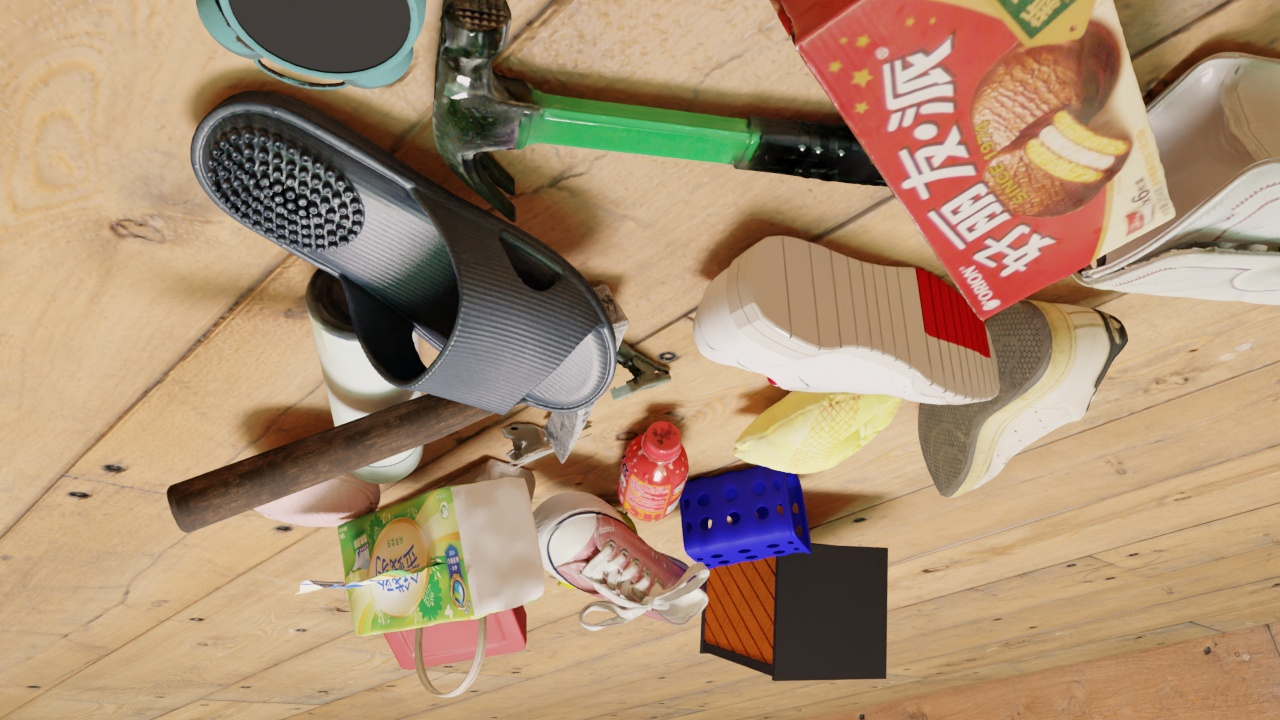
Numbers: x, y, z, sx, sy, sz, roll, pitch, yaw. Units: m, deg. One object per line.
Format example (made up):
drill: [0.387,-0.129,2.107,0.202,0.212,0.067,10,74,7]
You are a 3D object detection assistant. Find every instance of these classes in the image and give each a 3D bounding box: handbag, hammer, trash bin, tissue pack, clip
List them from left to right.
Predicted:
tissue pack: [-0.194,0.169,0.753,0.141,0.120,0.198,-2,158,-46]
hammer: [-0.162,0.062,0.642,0.299,0.037,0.218,-21,157,-26]
handbag: [-0.180,0.217,0.875,0.176,0.197,0.062,-27,145,33]
clip: [-0.095,0.080,0.815,0.102,0.043,0.054,-27,158,31]
clip: [0.000,0.011,0.712,0.023,0.061,0.075,-21,163,28]
hammer: [0.051,-0.116,0.490,0.318,0.032,0.130,2,149,-15]
trash bin: [0.172,0.278,1.055,0.139,0.139,0.172,7,170,-22]
handbag: [0.366,-0.086,0.533,0.198,0.096,0.142,2,151,-17]

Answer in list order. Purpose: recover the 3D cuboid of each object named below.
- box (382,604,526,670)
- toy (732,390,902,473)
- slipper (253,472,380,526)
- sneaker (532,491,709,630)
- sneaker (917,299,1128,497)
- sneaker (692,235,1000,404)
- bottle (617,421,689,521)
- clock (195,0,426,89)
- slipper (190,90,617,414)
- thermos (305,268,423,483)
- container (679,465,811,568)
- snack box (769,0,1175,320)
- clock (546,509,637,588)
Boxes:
box: [-0.218,0.276,1.057,0.157,0.127,0.137,-8,146,4]
toy: [0.156,0.059,0.796,0.155,0.064,0.171,-17,158,-5]
slipper: [-0.283,0.115,0.820,0.106,0.055,0.222,-2,161,-9]
sneaker: [-0.011,0.211,0.890,0.241,0.088,0.118,37,96,-36]
sneaker: [0.312,0.031,0.758,0.102,0.088,0.242,-8,148,-13]
sneaker: [0.140,-0.011,0.645,0.236,0.090,0.105,11,156,-30]
bottle: [0.013,0.097,0.836,0.062,0.061,0.138,-1,150,-8]
clock: [-0.131,-0.149,0.372,0.090,0.053,0.125,9,151,-24]
slipper: [-0.115,-0.036,0.488,0.263,0.082,0.101,36,121,-28]
thermos: [-0.188,0.015,0.646,0.068,0.067,0.231,1,151,-12]
container: [0.106,0.160,0.942,0.114,0.085,0.084,-14,149,18]
snack box: [0.165,-0.120,0.435,0.113,0.060,0.236,-30,138,21]
clock: [-0.058,0.195,0.980,0.119,0.083,0.057,-22,154,23]
